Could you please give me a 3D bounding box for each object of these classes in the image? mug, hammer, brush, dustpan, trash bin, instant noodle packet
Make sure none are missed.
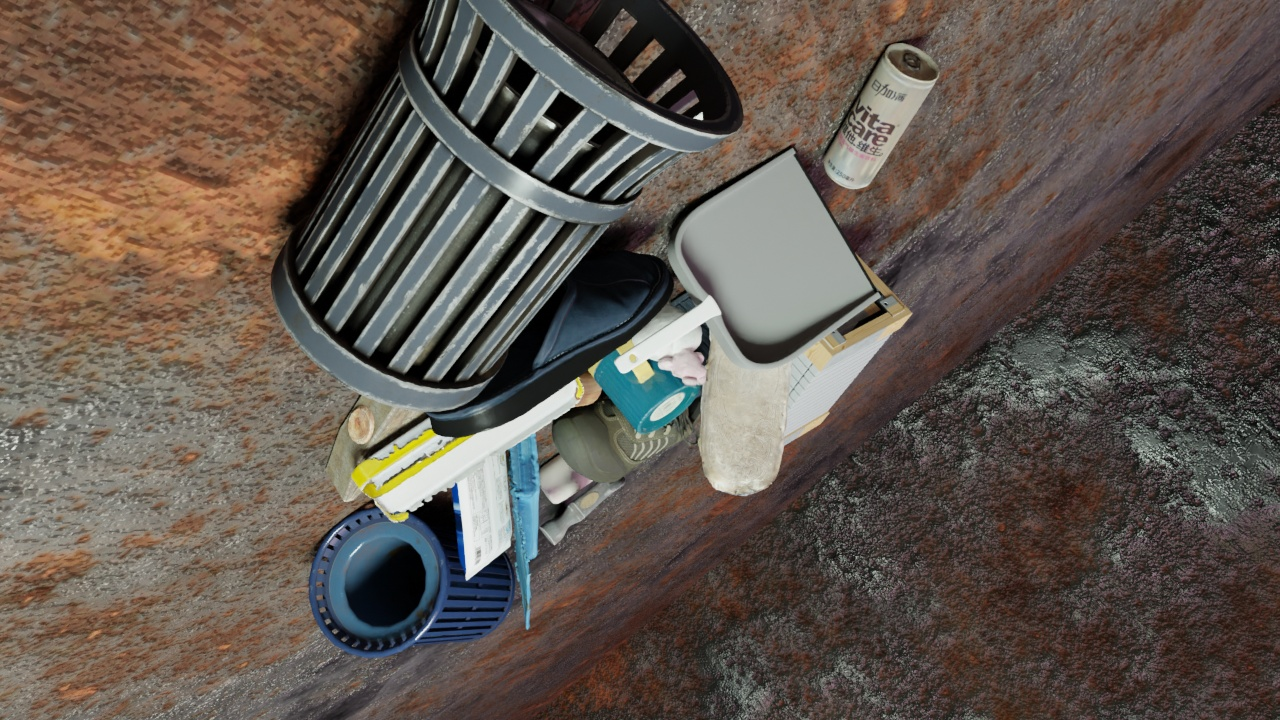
[{"bbox_3d":[-0.005,0.005,0.900,0.083,0.107,0.113,-36,160,-2],"label":"mug"},{"bbox_3d":[-0.086,0.200,1.192,0.119,0.031,0.332,-39,174,-17],"label":"hammer"},{"bbox_3d":[0.105,-0.007,0.886,0.083,0.271,0.056,5,178,6],"label":"brush"},{"bbox_3d":[0.083,-0.062,0.827,0.257,0.163,0.033,-33,-175,-11],"label":"dustpan"},{"bbox_3d":[-0.084,-0.092,0.482,0.228,0.164,0.164,-46,159,31],"label":"trash bin"},{"bbox_3d":[-0.229,0.240,0.987,0.139,0.139,0.249,-38,162,-1],"label":"trash bin"},{"bbox_3d":[0.182,-0.012,1.131,0.142,0.142,0.248,-25,156,-33],"label":"trash bin"},{"bbox_3d":[-0.140,0.043,0.852,0.300,0.037,0.158,-9,145,-54],"label":"hammer"},{"bbox_3d":[-0.157,0.140,0.920,0.026,0.134,0.086,1,-167,22],"label":"instant noodle packet"}]

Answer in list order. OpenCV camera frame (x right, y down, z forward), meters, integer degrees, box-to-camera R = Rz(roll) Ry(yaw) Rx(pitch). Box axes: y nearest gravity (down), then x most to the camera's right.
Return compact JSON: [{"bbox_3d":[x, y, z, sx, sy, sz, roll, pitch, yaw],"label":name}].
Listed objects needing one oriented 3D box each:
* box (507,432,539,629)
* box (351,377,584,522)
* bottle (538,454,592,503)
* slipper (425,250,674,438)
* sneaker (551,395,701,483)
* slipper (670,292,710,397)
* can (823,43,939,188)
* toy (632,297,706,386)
[{"bbox_3d":[-0.126,0.183,0.998,0.033,0.174,0.232,-3,153,-9],"label":"box"},{"bbox_3d":[-0.141,0.061,0.789,0.209,0.034,0.129,-35,157,-13],"label":"box"},{"bbox_3d":[-0.060,0.119,1.137,0.146,0.051,0.051,-34,160,-12],"label":"bottle"},{"bbox_3d":[-0.069,-0.043,0.700,0.109,0.083,0.264,0,-152,38],"label":"slipper"},{"bbox_3d":[0.015,0.064,1.038,0.143,0.101,0.237,-33,170,30],"label":"sneaker"},{"bbox_3d":[0.102,-0.044,0.990,0.263,0.101,0.082,-41,160,-2],"label":"slipper"},{"bbox_3d":[0.223,-0.226,0.864,0.054,0.054,0.136,-26,157,-31],"label":"can"},{"bbox_3d":[0.023,-0.028,0.851,0.075,0.125,0.037,-16,161,-42],"label":"toy"}]
